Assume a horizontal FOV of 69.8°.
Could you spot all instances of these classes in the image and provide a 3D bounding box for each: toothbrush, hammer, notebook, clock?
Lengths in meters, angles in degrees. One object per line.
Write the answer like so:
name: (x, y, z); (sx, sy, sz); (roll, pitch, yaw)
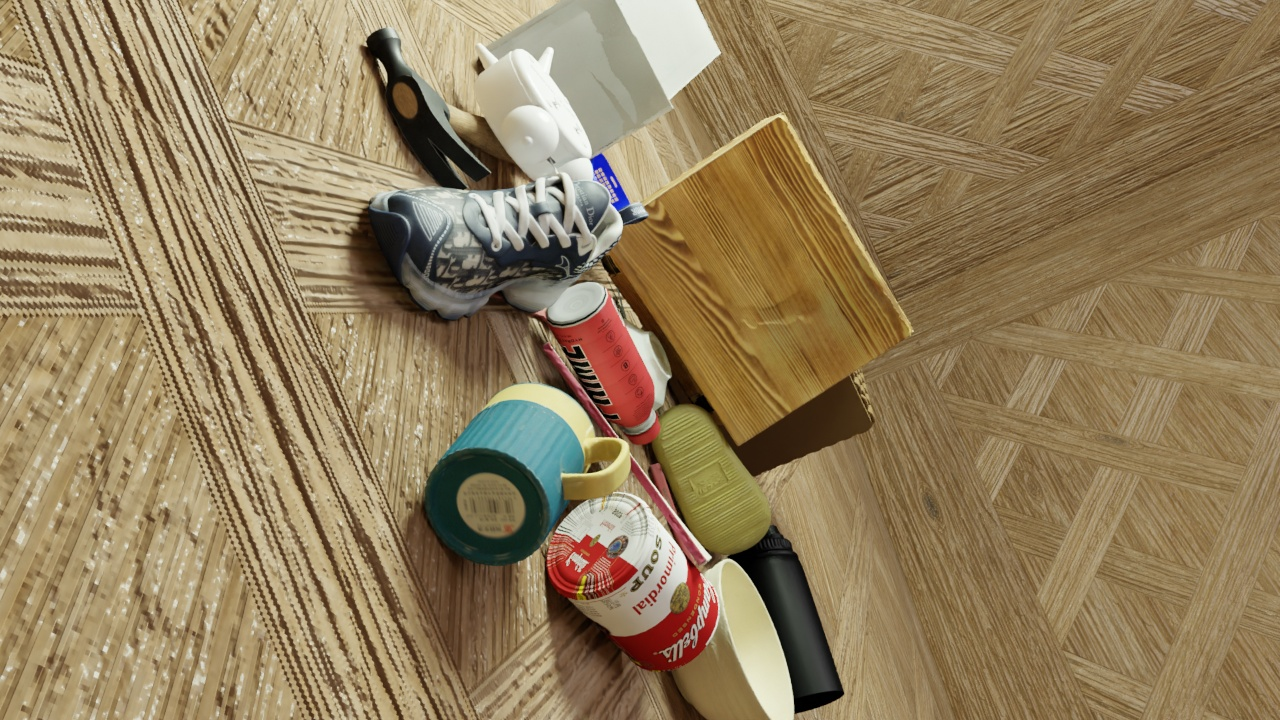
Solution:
toothbrush: (0.049, 0.196, 0.950); (0.189, 0.016, 0.016); (69, 16, 11)
hammer: (-0.148, -0.213, 0.882); (0.132, 0.040, 0.305); (63, 14, 4)
notebook: (-0.008, 0.083, 0.768); (0.208, 0.012, 0.153); (53, -3, 13)
clock: (-0.096, -0.238, 0.891); (0.125, 0.073, 0.160); (42, 22, -51)
toothbrush: (-0.108, -0.052, 0.807); (0.015, 0.016, 0.184); (67, 17, 16)

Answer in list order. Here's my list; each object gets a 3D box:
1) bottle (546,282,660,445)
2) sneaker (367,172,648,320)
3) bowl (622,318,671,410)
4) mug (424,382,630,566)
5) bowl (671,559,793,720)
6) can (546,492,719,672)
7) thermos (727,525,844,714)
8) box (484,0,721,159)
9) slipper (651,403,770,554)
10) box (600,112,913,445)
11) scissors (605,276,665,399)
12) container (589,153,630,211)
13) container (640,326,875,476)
bottle: (-0.027, 0.011, 0.874); (0.062, 0.062, 0.177); (-94, 162, -52)
sneaker: (-0.089, -0.103, 0.702); (0.103, 0.133, 0.269); (67, 21, 7)
bowl: (-0.006, 0.006, 0.973); (0.117, 0.061, 0.117); (58, 16, -28)
mug: (-0.065, 0.068, 0.577); (0.107, 0.114, 0.083); (-57, 144, -71)
bowl: (0.071, 0.260, 0.811); (0.151, 0.075, 0.150); (58, 17, -29)
can: (-0.004, 0.165, 0.681); (0.116, 0.087, 0.086); (54, 19, -37)
thermos: (0.156, 0.287, 1.036); (0.086, 0.086, 0.198); (44, 26, -54)
box: (0.036, -0.412, 1.094); (0.119, 0.477, 0.166); (15, -40, 59)
slipper: (0.069, 0.130, 1.026); (0.190, 0.091, 0.081); (60, -8, -17)
box: (0.115, -0.086, 1.023); (0.279, 0.245, 0.168); (56, 0, -13)
scissors: (-0.006, -0.017, 1.102); (0.154, 0.013, 0.162); (55, 17, -35)
container: (-0.058, -0.192, 1.104); (0.096, 0.058, 0.114); (60, 16, -20)
container: (0.163, -0.009, 1.259); (0.251, 0.220, 0.213); (63, 16, -11)
